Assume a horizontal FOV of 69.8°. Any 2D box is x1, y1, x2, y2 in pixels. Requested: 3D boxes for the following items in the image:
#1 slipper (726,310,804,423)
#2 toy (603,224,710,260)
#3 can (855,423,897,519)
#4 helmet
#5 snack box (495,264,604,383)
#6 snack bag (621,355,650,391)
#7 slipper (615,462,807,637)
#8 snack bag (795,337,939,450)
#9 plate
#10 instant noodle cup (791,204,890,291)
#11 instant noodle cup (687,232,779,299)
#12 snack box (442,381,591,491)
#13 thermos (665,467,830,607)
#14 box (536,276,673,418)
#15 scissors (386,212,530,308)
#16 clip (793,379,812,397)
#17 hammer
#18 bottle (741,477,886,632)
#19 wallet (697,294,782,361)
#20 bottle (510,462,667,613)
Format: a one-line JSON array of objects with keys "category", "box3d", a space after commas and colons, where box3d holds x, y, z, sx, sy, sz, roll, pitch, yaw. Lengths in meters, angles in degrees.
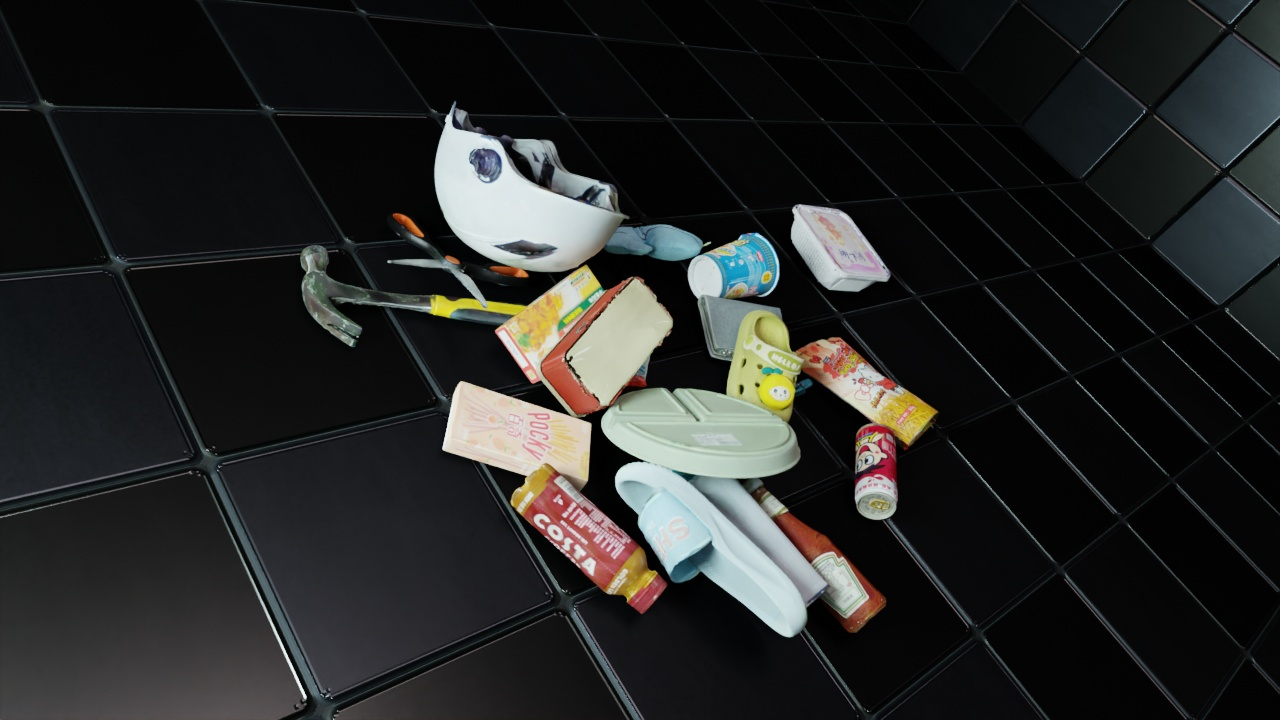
[{"category": "slipper", "box3d": [0.170, 0.006, 1.217, 0.091, 0.082, 0.190, 18, 58, -17]}, {"category": "toy", "box3d": [0.024, -0.171, 1.331, 0.156, 0.050, 0.161, 10, 17, 1]}, {"category": "can", "box3d": [0.312, 0.146, 1.217, 0.053, 0.053, 0.132, 28, 39, -8]}, {"category": "helmet", "box3d": [-0.149, -0.189, 1.129, 0.258, 0.146, 0.228, 40, 19, 27]}, {"category": "snack box", "box3d": [-0.097, -0.046, 1.105, 0.155, 0.027, 0.077, -43, 104, -40]}, {"category": "snack bag", "box3d": [-0.007, 0.007, 1.150, 0.048, 0.026, 0.104, -4, 37, 17]}, {"category": "slipper", "box3d": [0.063, 0.203, 0.948, 0.245, 0.104, 0.074, 39, 65, 16]}, {"category": "snack bag", "box3d": [0.330, 0.040, 1.344, 0.208, 0.073, 0.128, 42, 39, 21]}, {"category": "plate", "box3d": [0.070, 0.076, 1.050, 0.230, 0.027, 0.230, 7, 17, -2]}, {"category": "instant noodle cup", "box3d": [0.332, -0.186, 1.572, 0.137, 0.061, 0.173, 0, 51, -35]}, {"category": "instant noodle cup", "box3d": [0.132, -0.131, 1.354, 0.109, 0.099, 0.099, -19, 62, -35]}, {"category": "snack box", "box3d": [-0.130, 0.082, 0.992, 0.157, 0.026, 0.084, 19, 41, -18]}, {"category": "thermos", "box3d": [0.109, 0.187, 1.022, 0.073, 0.073, 0.224, -21, 63, -46]}, {"category": "box", "box3d": [-0.033, -0.018, 1.078, 0.091, 0.078, 0.167, 51, 52, -15]}, {"category": "scissors", "box3d": [-0.221, -0.114, 1.095, 0.220, 0.022, 0.230, 9, 26, -45]}, {"category": "clip", "box3d": [0.219, 0.041, 1.287, 0.056, 0.046, 0.014, -21, 66, -42]}, {"category": "hammer", "box3d": [-0.225, -0.060, 1.069, 0.322, 0.032, 0.126, 6, 46, -31]}, {"category": "bottle", "box3d": [0.190, 0.218, 1.054, 0.059, 0.060, 0.206, -20, 59, -46]}, {"category": "wallet", "box3d": [0.147, -0.036, 1.301, 0.129, 0.037, 0.106, 9, 57, -27]}, {"category": "bottle", "box3d": [-0.050, 0.180, 0.921, 0.175, 0.058, 0.057, 41, 39, 9]}]
